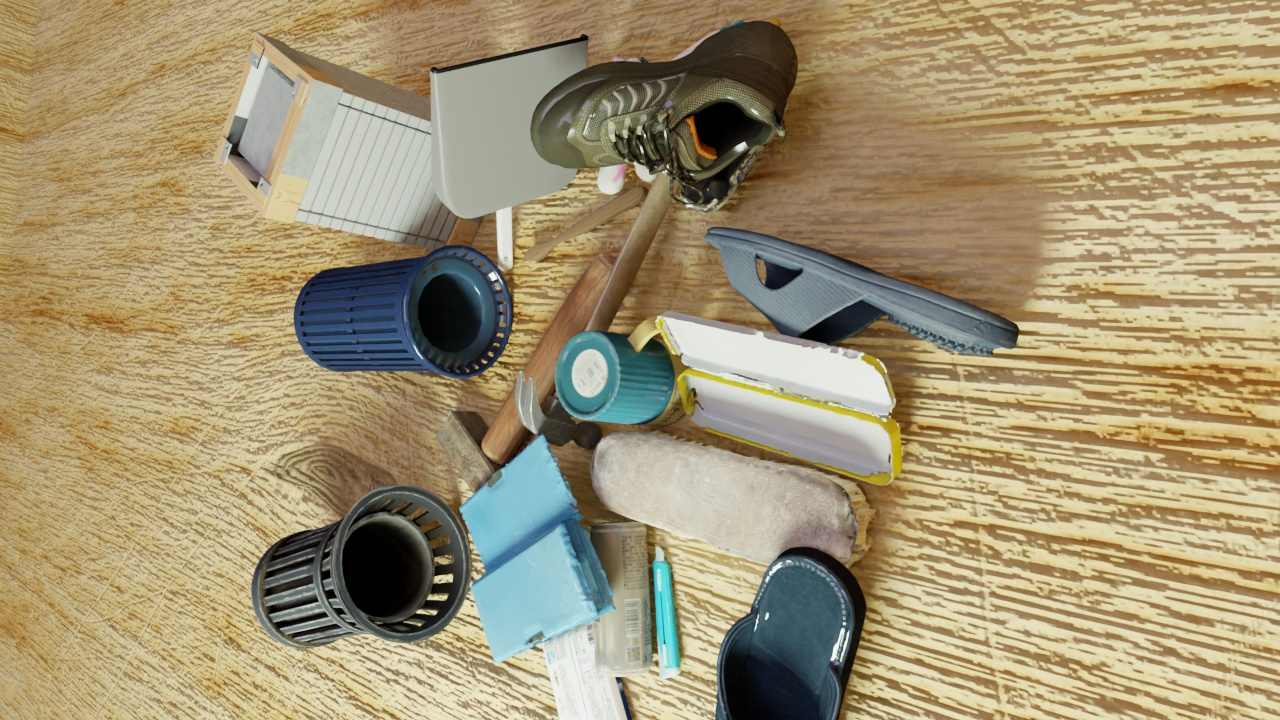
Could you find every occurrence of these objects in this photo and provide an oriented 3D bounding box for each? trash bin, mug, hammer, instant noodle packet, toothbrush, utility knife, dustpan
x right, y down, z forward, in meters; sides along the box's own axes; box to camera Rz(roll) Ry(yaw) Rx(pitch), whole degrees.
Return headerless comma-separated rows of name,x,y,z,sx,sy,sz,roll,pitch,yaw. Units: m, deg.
trash bin,-0.279,-0.050,1.041,0.250,0.139,0.139,0,85,42
trash bin,-0.298,-0.226,1.001,0.142,0.246,0.143,40,111,36
mug,-0.005,0.005,0.822,0.114,0.107,0.083,-51,55,24
hammer,-0.098,0.021,0.944,0.158,0.037,0.301,48,115,33
instant noodle packet,-0.053,0.315,0.882,0.087,0.026,0.134,-30,67,34
toothbrush,-0.058,-0.138,0.942,0.167,0.016,0.016,-24,70,34
hammer,-0.018,-0.070,0.859,0.031,0.119,0.331,32,97,39
trash bin,-0.326,0.245,1.039,0.228,0.164,0.164,-23,71,40
utility knife,0.022,0.229,0.836,0.022,0.015,0.116,-18,72,38
dustpan,-0.132,-0.192,0.925,0.033,0.162,0.258,43,144,35

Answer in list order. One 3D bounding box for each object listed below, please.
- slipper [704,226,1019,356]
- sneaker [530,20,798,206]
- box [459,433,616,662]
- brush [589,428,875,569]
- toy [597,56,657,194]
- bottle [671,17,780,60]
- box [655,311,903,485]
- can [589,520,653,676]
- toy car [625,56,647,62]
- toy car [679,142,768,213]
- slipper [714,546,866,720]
slipper,0.148,-0.038,0.702,0.264,0.101,0.082,26,101,35
sneaker,0.019,-0.179,0.765,0.238,0.101,0.142,-13,55,20
box,-0.115,0.188,0.891,0.232,0.033,0.174,-43,63,50
brush,0.067,0.115,0.781,0.272,0.056,0.083,9,91,39
toy,-0.017,-0.229,0.892,0.076,0.037,0.125,-11,91,23
bottle,0.065,-0.265,0.825,0.147,0.051,0.051,-25,70,36
box,0.107,0.025,0.734,0.210,0.034,0.129,16,139,40
can,-0.018,0.217,0.845,0.054,0.054,0.135,-10,79,39
toy car,-0.027,-0.270,0.920,0.090,0.027,0.038,-31,64,34
toy car,0.081,-0.180,0.815,0.048,0.040,0.113,36,91,37
slipper,0.095,0.273,0.698,0.109,0.083,0.266,23,114,35
